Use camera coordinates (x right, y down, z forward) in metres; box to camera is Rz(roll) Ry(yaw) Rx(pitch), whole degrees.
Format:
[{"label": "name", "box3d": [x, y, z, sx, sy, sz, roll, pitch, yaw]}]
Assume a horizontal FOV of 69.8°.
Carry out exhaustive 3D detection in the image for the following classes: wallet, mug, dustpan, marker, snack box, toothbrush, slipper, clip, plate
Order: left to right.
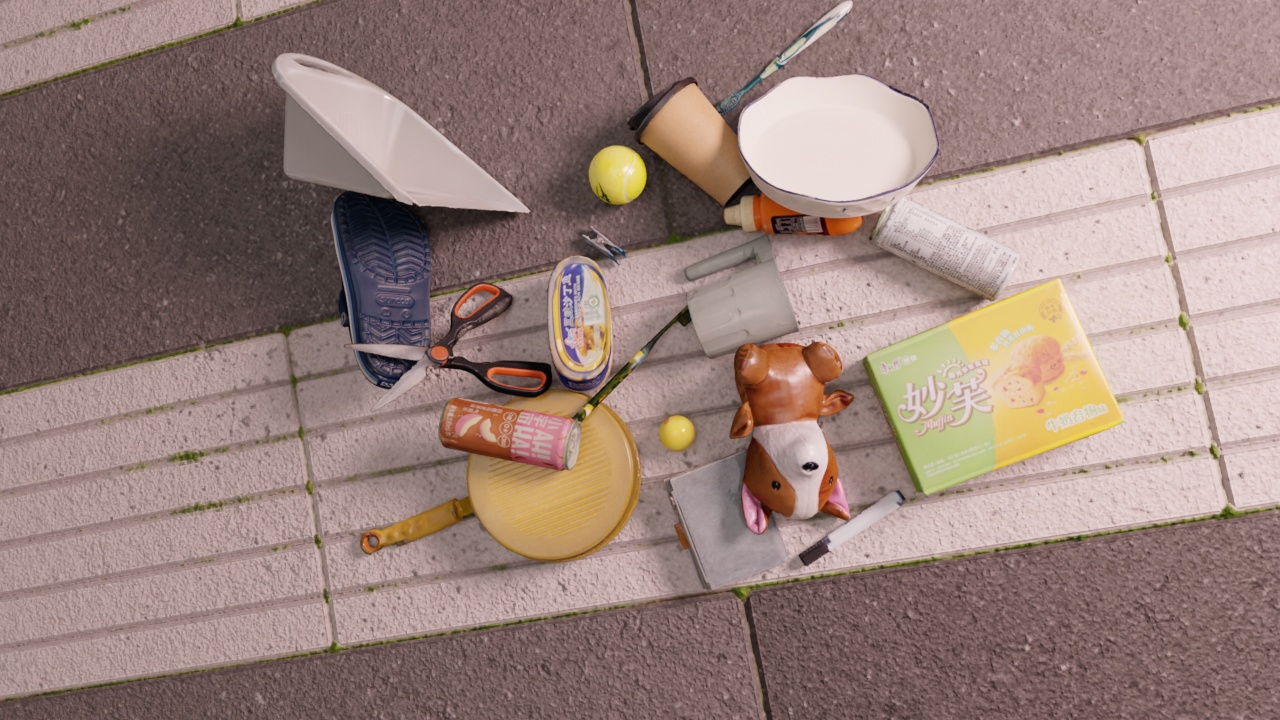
[{"label": "slipper", "box3d": [-0.301, -0.079, 1.075, 0.095, 0.105, 0.252, -42, 57, 50]}, {"label": "dustpan", "box3d": [-0.279, -0.255, 1.015, 0.258, 0.222, 0.143, 12, 102, 22]}, {"label": "clip", "box3d": [-0.043, -0.132, 1.056, 0.058, 0.025, 0.036, 40, 88, 16]}, {"label": "toothbrush", "box3d": [-0.006, 0.006, 1.023, 0.017, 0.012, 0.185, 45, 80, 3]}, {"label": "wallet", "box3d": [0.091, 0.176, 1.008, 0.106, 0.037, 0.129, -20, 84, -1]}, {"label": "mug", "box3d": [0.107, -0.071, 1.002, 0.103, 0.084, 0.123, -20, 57, 11]}, {"label": "toothbrush", "box3d": [0.159, -0.339, 1.027, 0.192, 0.018, 0.016, -38, 80, 8]}, {"label": "plate", "box3d": [0.202, -0.221, 0.954, 0.205, 0.046, 0.204, -2, 51, 2]}, {"label": "marker", "box3d": [0.227, 0.181, 0.987, 0.131, 0.022, 0.018, -36, 92, 9]}, {"label": "snack box", "box3d": [0.356, 0.029, 0.943, 0.210, 0.070, 0.157, -23, 83, 9]}]

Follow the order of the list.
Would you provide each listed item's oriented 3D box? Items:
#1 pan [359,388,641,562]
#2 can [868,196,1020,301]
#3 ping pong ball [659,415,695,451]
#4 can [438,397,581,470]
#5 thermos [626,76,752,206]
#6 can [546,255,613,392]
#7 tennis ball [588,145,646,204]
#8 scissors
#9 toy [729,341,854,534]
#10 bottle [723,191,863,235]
[{"label": "pan", "box3d": [-0.172, 0.158, 1.057, 0.357, 0.078, 0.197, -20, 78, 4]}, {"label": "can", "box3d": [0.319, -0.119, 0.964, 0.147, 0.058, 0.058, 29, 93, 12]}, {"label": "ping pong ball", "box3d": [0.041, 0.081, 1.020, 0.040, 0.040, 0.040, -1, 87, 11]}, {"label": "can", "box3d": [-0.141, 0.080, 0.996, 0.147, 0.058, 0.058, 10, 89, 9]}, {"label": "thermos", "box3d": [0.063, -0.240, 1.011, 0.093, 0.093, 0.143, -45, 88, 6]}, {"label": "can", "box3d": [-0.068, -0.041, 1.025, 0.074, 0.049, 0.148, -3, 73, -1]}, {"label": "tennis ball", "box3d": [-0.026, -0.209, 1.035, 0.065, 0.065, 0.065, -1, 87, 11]}, {"label": "scissors", "box3d": [-0.204, -0.010, 1.019, 0.221, 0.022, 0.231, 21, 50, -4]}, {"label": "toy", "box3d": [0.160, 0.079, 0.962, 0.140, 0.130, 0.199, -3, 95, -6]}, {"label": "bottle", "box3d": [0.164, -0.164, 0.999, 0.150, 0.066, 0.066, -3, 86, 19]}]
